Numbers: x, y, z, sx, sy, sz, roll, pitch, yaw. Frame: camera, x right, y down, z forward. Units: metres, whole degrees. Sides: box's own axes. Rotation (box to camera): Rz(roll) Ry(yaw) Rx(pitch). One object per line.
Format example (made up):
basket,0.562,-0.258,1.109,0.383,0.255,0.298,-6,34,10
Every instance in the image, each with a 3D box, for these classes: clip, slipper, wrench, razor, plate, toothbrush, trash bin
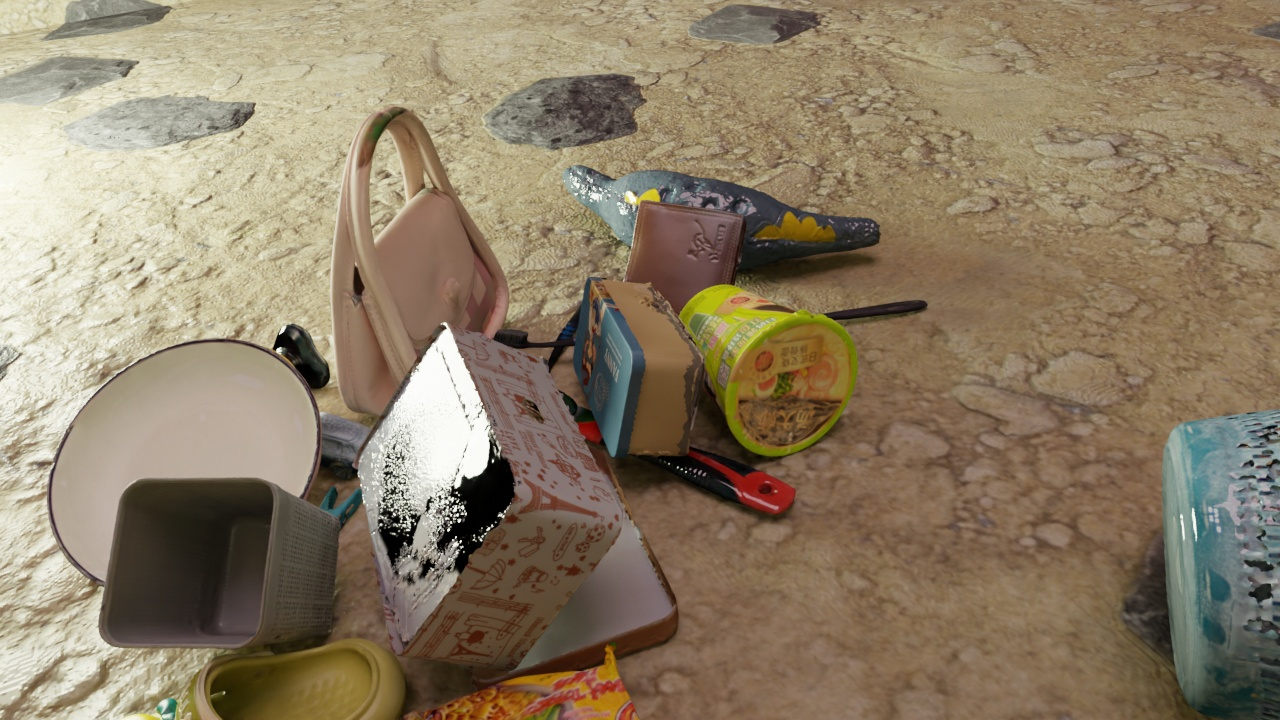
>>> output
clip,-0.222,0.112,0.661,0.040,0.014,0.056,2,36,11
slipper,-0.222,0.194,0.488,0.190,0.082,0.091,-21,35,-25
wrench,-0.009,0.062,0.699,0.274,0.016,0.056,16,38,28
razor,-0.302,0.041,0.747,0.067,0.062,0.167,22,38,-16
plate,-0.318,0.076,0.657,0.192,0.039,0.192,-2,63,3
toothbrush,-0.063,-0.032,0.841,0.014,0.016,0.189,11,37,14
trash bin,0.369,0.103,0.444,0.195,0.227,0.225,-3,33,26
toothbrush,0.172,-0.037,0.818,0.181,0.018,0.015,-10,28,-9
toothbrush,-0.035,-0.017,0.798,0.189,0.017,0.014,2,32,-4

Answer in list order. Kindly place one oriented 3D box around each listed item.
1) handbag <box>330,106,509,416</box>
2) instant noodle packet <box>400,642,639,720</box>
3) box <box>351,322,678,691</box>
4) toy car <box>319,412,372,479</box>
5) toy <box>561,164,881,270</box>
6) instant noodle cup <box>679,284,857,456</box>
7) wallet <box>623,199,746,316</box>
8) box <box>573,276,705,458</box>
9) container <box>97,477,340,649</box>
handbag,-0.189,-0.088,0.746,0.093,0.234,0.192,1,36,12
instant noodle packet,-0.053,0.210,0.473,0.128,0.044,0.110,-14,40,-13
box,-0.068,0.104,0.583,0.177,0.153,0.182,21,23,-36
toy car,-0.246,0.060,0.707,0.090,0.034,0.042,17,39,-2
toy,0.053,-0.146,0.925,0.357,0.091,0.137,16,29,25
instant noodle cup,0.085,-0.004,0.710,0.111,0.112,0.123,-19,30,-18
wallet,0.038,-0.080,0.829,0.101,0.032,0.124,9,80,16
box,-0.004,0.004,0.696,0.061,0.090,0.184,4,21,-15
container,-0.237,0.123,0.542,0.090,0.114,0.090,0,73,4
